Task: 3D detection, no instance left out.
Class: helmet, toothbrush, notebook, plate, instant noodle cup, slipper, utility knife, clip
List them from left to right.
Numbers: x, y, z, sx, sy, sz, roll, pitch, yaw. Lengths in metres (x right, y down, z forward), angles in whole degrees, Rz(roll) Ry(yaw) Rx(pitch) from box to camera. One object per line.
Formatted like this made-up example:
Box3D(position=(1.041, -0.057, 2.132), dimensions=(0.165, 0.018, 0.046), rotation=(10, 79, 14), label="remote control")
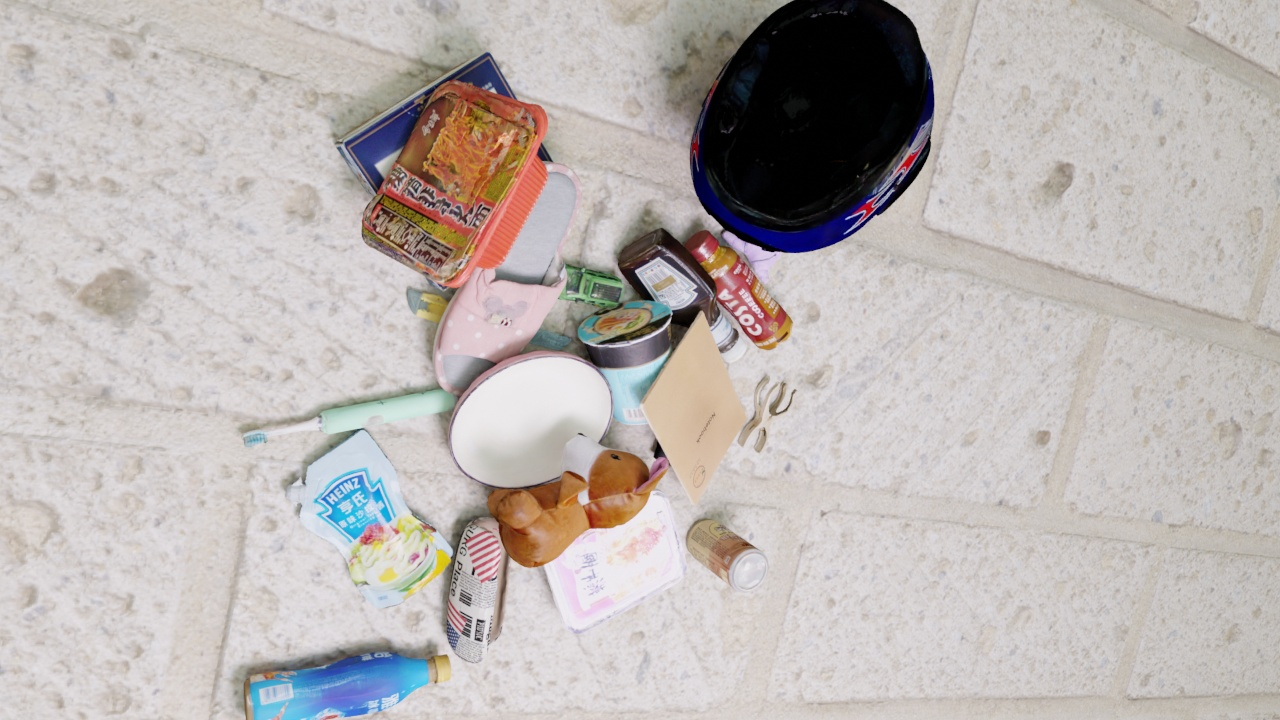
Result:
Box3D(position=(-0.304, 0.060, 0.976), dimensions=(0.224, 0.027, 0.027), rotation=(-11, 132, -24), label="toothbrush")
Box3D(position=(-0.167, -0.165, 0.880), dimensions=(0.079, 0.164, 0.189), rotation=(27, 91, -56), label="instant noodle cup")
Box3D(position=(-0.168, -0.042, 1.032), dimensions=(0.198, 0.021, 0.031), rotation=(15, 101, -33), label="utility knife")
Box3D(position=(-0.135, -0.080, 0.975), dimensions=(0.114, 0.054, 0.274), rotation=(19, 102, -45), label="slipper")
Box3D(position=(-0.125, 0.062, 1.034), dimensions=(0.192, 0.039, 0.193), rotation=(-14, 131, -17), label="plate")
Box3D(position=(-0.039, 0.239, 1.132), dimensions=(0.173, 0.060, 0.138), rotation=(-23, 111, -19), label="instant noodle cup")
Box3D(position=(-0.006, 0.006, 1.076), dimensions=(0.111, 0.111, 0.120), rotation=(-24, 119, -20), label="instant noodle cup")
Box3D(position=(0.069, 0.062, 1.109), dimensions=(0.147, 0.008, 0.208), rotation=(-56, 141, -27), label="notebook")
Box3D(position=(0.156, 0.066, 1.206), dimensions=(0.081, 0.035, 0.104), rotation=(39, 91, -31), label="clip")
Box3D(position=(0.183, -0.238, 1.026), dimensions=(0.247, 0.240, 0.315), rotation=(31, 77, 9), label="helmet")

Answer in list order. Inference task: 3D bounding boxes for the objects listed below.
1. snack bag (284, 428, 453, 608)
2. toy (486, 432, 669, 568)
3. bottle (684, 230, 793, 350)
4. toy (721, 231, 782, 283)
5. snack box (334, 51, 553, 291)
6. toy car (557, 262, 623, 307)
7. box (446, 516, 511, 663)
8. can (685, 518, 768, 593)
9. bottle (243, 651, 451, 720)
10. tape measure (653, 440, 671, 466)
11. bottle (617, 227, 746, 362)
Box3D(position=(-0.295, 0.177, 1.004), dimensions=(0.110, 0.039, 0.191), rotation=(-32, 113, -6), label="snack bag")
Box3D(position=(-0.071, 0.149, 1.038), dimensions=(0.199, 0.140, 0.130), rotation=(-14, 90, -19), label="toy")
Box3D(position=(0.120, -0.087, 1.136), dimensions=(0.057, 0.057, 0.175), rotation=(-49, 118, -9), label="bottle")
Box3D(position=(0.162, -0.162, 1.152), dimensions=(0.084, 0.039, 0.108), rotation=(45, 82, -8), label="toy")
Box3D(position=(-0.190, -0.198, 0.964), dimensions=(0.177, 0.046, 0.182), rotation=(-37, 115, -14), label="snack box")
Box3D(position=(-0.063, -0.086, 1.060), dimensions=(0.091, 0.036, 0.043), rotation=(9, 99, -24), label="toy car")
Box3D(position=(-0.185, 0.266, 1.050), dimensions=(0.076, 0.087, 0.163), rotation=(8, 102, -13), label="box")
Box3D(position=(0.110, 0.248, 1.175), dimensions=(0.058, 0.116, 0.058), rotation=(-7, 105, -26), label="can")
Box3D(position=(-0.320, 0.361, 1.017), dimensions=(0.218, 0.065, 0.065), rotation=(-4, 103, -27), label="bottle")
Box3D(position=(0.049, 0.107, 1.157), dimensions=(0.057, 0.039, 0.057), rotation=(16, 94, -24), label="tape measure")
Box3D(position=(0.059, -0.071, 1.102), dimensions=(0.195, 0.080, 0.043), rotation=(45, 37, -27), label="bottle")
